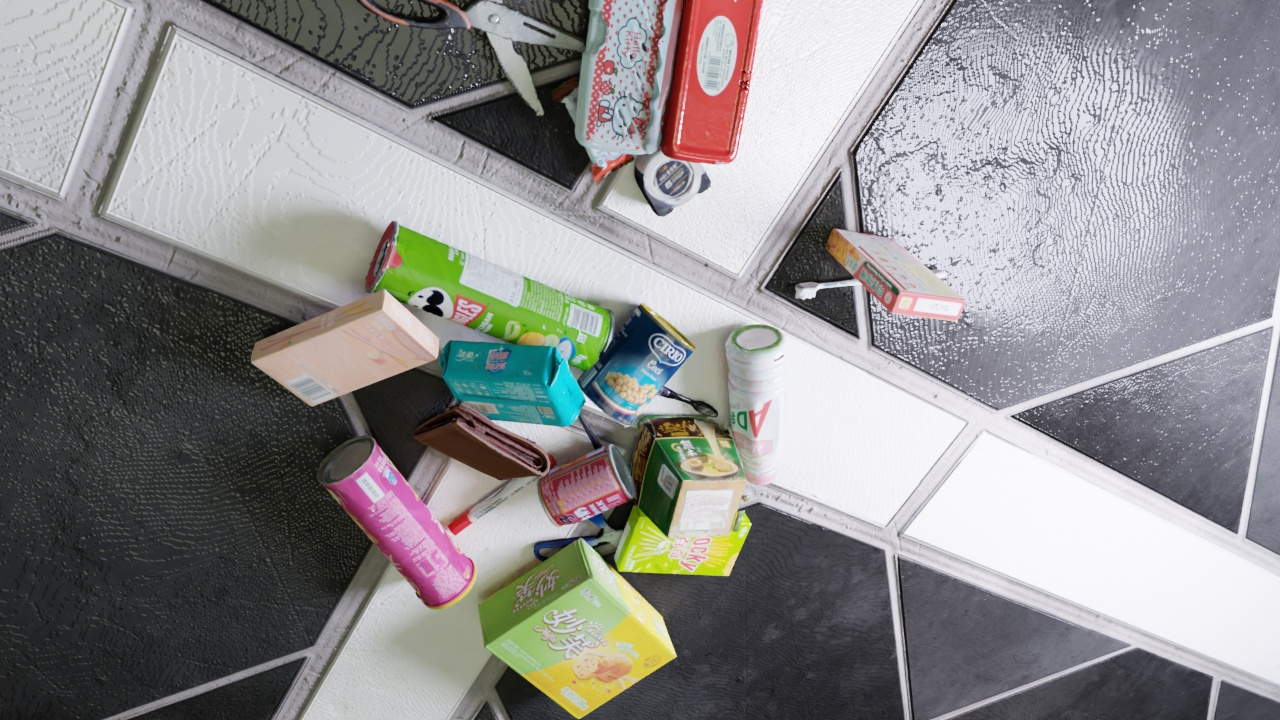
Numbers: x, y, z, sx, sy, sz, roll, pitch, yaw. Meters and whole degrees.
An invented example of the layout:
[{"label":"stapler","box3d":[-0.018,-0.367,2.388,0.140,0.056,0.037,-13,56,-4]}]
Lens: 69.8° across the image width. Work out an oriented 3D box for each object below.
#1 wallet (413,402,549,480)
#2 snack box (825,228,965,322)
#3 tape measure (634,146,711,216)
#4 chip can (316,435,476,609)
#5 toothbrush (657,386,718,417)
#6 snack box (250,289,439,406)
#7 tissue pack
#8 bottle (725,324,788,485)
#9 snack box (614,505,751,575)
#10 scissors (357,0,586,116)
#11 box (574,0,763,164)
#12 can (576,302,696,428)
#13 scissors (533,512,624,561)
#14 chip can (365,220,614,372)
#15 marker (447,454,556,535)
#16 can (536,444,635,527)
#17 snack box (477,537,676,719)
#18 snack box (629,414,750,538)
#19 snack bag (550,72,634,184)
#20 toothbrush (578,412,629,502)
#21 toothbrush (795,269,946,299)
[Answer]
[{"label":"wallet","box3d":[-0.167,0.091,0.969,0.124,0.032,0.101,34,149,-27]},{"label":"snack box","box3d":[0.257,-0.090,0.936,0.077,0.155,0.027,6,118,-19]},{"label":"tape measure","box3d":[0.028,-0.183,0.894,0.066,0.033,0.066,-30,124,1]},{"label":"chip can","box3d":[-0.261,0.178,0.998,0.071,0.071,0.211,-28,121,1]},{"label":"toothbrush","box3d":[0.012,0.029,1.020,0.189,0.016,0.014,24,104,-24]},{"label":"snack box","box3d":[-0.280,-0.009,0.874,0.157,0.026,0.084,-19,139,18]},{"label":"tissue pack","box3d":[-0.126,0.022,0.917,0.133,0.050,0.093,5,150,13]},{"label":"bottle","box3d":[0.134,0.057,1.040,0.068,0.068,0.197,-12,124,-8]},{"label":"snack box","box3d":[0.053,0.222,1.127,0.156,0.026,0.086,8,117,-24]},{"label":"scissors","box3d":[-0.144,-0.308,0.787,0.189,0.015,0.226,-18,121,-5]},{"label":"box","box3d":[0.028,-0.282,0.819,0.158,0.039,0.201,3,107,-17]},{"label":"can","box3d":[-0.006,0.006,0.960,0.075,0.075,0.111,36,99,-29]},{"label":"scissors","box3d":[-0.050,0.207,1.106,0.162,0.012,0.174,-23,123,-3]},{"label":"chip can","box3d":[-0.143,-0.059,0.896,0.236,0.072,0.072,21,111,-25]},{"label":"marker","box3d":[-0.157,0.153,1.043,0.145,0.017,0.017,-35,122,6]},{"label":"can","box3d":[-0.061,0.141,1.020,0.094,0.066,0.066,-25,122,8]},{"label":"snack box","box3d":[-0.075,0.334,1.129,0.158,0.070,0.210,-34,126,5]},{"label":"snack box","box3d":[0.054,0.137,1.034,0.117,0.105,0.118,2,116,-21]},{"label":"snack bag","box3d":[-0.043,-0.218,0.859,0.048,0.026,0.104,-33,121,-4]},{"label":"toothbrush","box3d":[-0.047,0.101,1.046,0.015,0.018,0.181,-26,124,-1]},{"label":"toothbrush","box3d":[0.257,-0.086,1.022,0.180,0.016,0.016,-7,128,-10]}]
